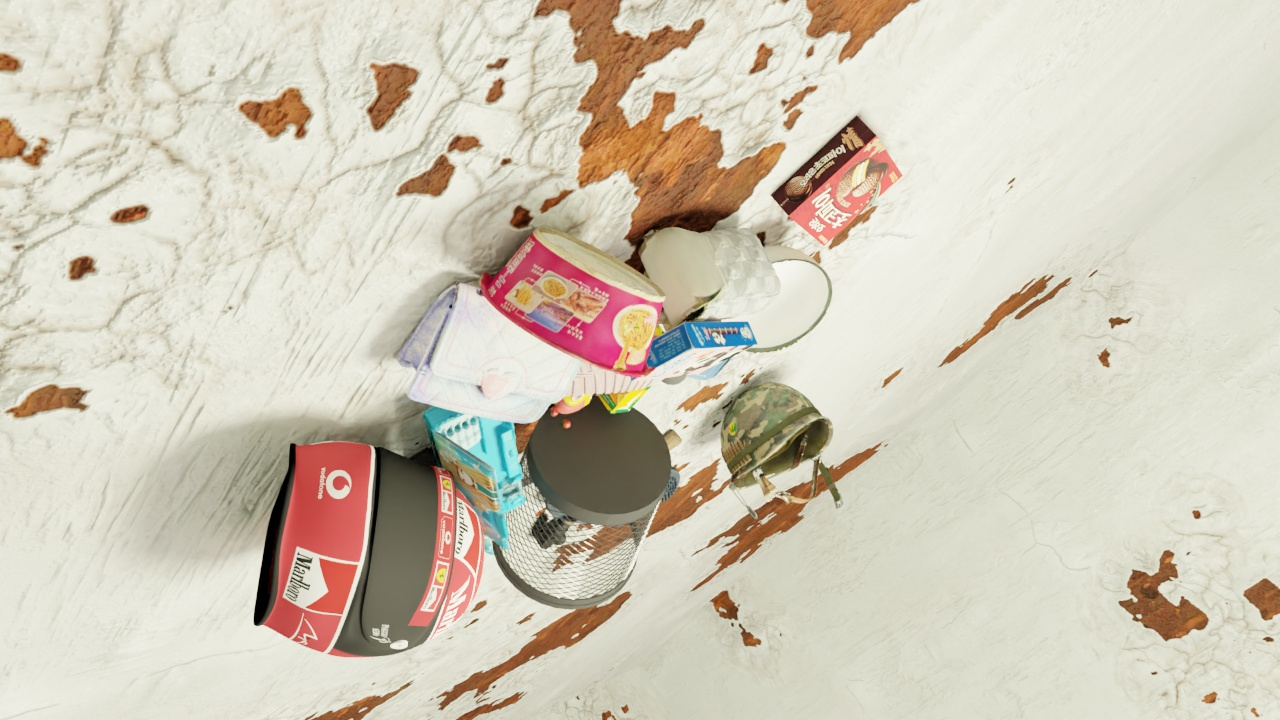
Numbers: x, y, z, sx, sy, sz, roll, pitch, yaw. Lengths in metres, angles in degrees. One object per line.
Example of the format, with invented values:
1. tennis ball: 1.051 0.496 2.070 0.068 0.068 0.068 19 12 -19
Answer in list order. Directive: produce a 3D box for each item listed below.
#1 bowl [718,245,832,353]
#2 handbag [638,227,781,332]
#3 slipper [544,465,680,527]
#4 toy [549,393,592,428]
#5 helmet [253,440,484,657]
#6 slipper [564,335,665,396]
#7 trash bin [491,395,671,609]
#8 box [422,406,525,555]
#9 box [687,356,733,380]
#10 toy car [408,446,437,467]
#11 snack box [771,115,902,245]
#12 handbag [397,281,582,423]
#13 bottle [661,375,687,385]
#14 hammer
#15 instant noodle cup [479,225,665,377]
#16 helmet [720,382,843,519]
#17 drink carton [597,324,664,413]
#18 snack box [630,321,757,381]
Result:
1. bowl: 0.165 -0.089 1.192 0.153 0.072 0.154 -10 135 -10
2. handbag: 0.074 -0.089 1.056 0.171 0.112 0.124 -12 158 -45
3. slipper: -0.032 0.230 1.506 0.263 0.082 0.101 -1 124 -36
4. toy: -0.078 0.032 1.161 0.103 0.046 0.084 -44 136 -4
5. helmet: -0.277 0.203 0.970 0.224 0.197 0.272 12 140 -23
6. slipper: -0.072 -0.005 1.075 0.239 0.064 0.094 -8 147 -17
7. trash bin: -0.079 0.192 1.268 0.217 0.217 0.228 -20 149 -33
8. box: -0.169 0.145 1.050 0.097 0.117 0.227 -25 144 -20
9. box: 0.146 -0.049 1.317 0.121 0.047 0.210 -9 146 -49
10. toy car: -0.260 0.139 1.110 0.111 0.047 0.047 -29 152 -14
11. snack box: 0.246 -0.217 1.135 0.133 0.036 0.152 -42 157 16
12. handbag: -0.144 -0.004 0.914 0.158 0.069 0.127 18 124 -38
13. bottle: 0.042 0.006 1.277 0.047 0.047 0.112 -34 158 -4
14. hammer: -0.057 0.222 1.588 0.305 0.040 0.132 -38 161 5
15. instant noodle cup: -0.053 -0.062 0.866 0.178 0.179 0.078 7 116 -59
16. helmet: 0.242 0.165 1.620 0.192 0.236 0.225 -3 131 -45
17. drink carton: -0.007 0.007 1.192 0.123 0.058 0.041 -48 155 27
18. snack box: 0.058 -0.011 1.021 0.088 0.033 0.153 -28 168 30
